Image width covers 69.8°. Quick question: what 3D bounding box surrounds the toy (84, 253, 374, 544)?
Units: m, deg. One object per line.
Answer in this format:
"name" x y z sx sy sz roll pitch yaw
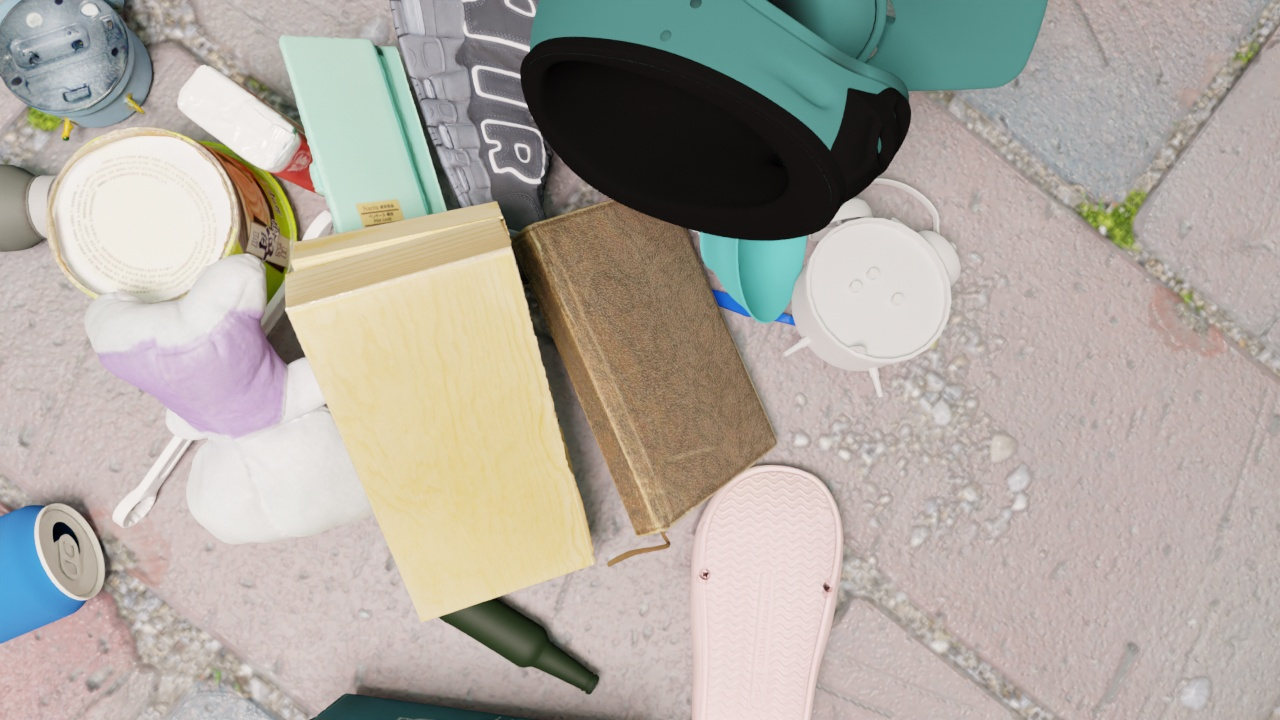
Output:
"toy" -0.250 0.040 0.591 0.138 0.085 0.209 -16 125 3

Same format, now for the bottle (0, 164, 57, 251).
"bottle" -0.454 -0.105 0.633 0.108 0.060 0.060 -2 87 -4

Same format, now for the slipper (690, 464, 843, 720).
"slipper" 0.083 0.183 0.655 0.107 0.056 0.221 9 77 -2

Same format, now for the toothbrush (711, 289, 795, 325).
"toothbrush" 0.058 -0.047 0.691 0.187 0.011 0.016 18 86 0

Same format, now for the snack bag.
"snack bag" -0.251 -0.151 0.622 0.077 0.116 0.036 36 91 -1

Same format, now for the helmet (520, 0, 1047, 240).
"helmet" 0.073 -0.191 0.542 0.275 0.176 0.199 22 66 33

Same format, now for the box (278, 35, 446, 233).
"box" -0.182 -0.117 0.623 0.079 0.112 0.187 -20 89 40

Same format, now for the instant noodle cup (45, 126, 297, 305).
"instant noodle cup" -0.318 -0.087 0.621 0.146 0.098 0.146 0 87 -4

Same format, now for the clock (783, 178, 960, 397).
"clock" 0.170 -0.063 0.665 0.120 0.061 0.159 23 75 -2

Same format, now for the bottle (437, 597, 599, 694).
"bottle" -0.085 0.200 0.654 0.123 0.033 0.033 32 85 -2

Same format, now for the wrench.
"wrench" -0.285 0.003 0.646 0.009 0.047 0.273 35 88 3

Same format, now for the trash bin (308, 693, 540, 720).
"trash bin" -0.117 0.321 0.574 0.218 0.196 0.199 13 85 3

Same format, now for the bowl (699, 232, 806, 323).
"bowl" 0.076 -0.089 0.659 0.046 0.121 0.121 9 85 31

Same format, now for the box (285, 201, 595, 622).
"box" -0.117 0.035 0.576 0.128 0.092 0.249 -19 126 -12

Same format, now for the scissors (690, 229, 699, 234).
"scissors" 0.011 -0.113 0.689 0.127 0.014 0.127 36 83 -7

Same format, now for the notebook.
"notebook" -0.003 0.002 0.607 0.189 0.035 0.215 -27 95 -47

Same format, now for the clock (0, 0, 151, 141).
"clock" -0.401 -0.223 0.647 0.089 0.052 0.124 -21 88 -3

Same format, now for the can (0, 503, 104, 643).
"can" -0.447 0.155 0.609 0.146 0.079 0.079 -22 88 -5

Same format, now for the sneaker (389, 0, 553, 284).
"sneaker" -0.077 -0.184 0.648 0.150 0.097 0.252 -19 83 -7
